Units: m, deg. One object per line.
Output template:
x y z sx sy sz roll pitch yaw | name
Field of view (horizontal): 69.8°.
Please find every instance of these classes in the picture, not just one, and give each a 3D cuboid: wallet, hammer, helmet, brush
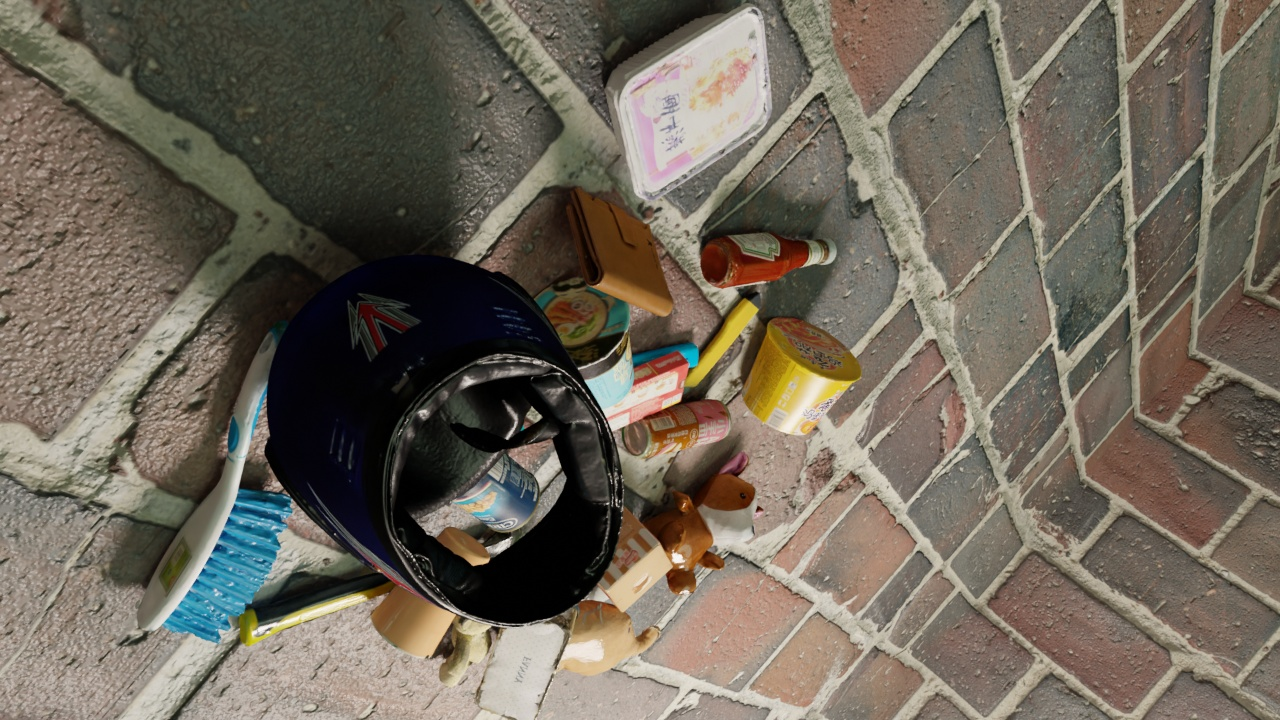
-0.019 -0.105 0.906 0.031 0.107 0.131 -25 157 25 | wallet
-0.270 0.236 1.004 0.322 0.032 0.126 -11 129 -39 | hammer
-0.167 0.059 0.773 0.246 0.240 0.316 -40 133 -18 | helmet
-0.350 0.114 0.805 0.109 0.060 0.314 28 97 -49 | brush

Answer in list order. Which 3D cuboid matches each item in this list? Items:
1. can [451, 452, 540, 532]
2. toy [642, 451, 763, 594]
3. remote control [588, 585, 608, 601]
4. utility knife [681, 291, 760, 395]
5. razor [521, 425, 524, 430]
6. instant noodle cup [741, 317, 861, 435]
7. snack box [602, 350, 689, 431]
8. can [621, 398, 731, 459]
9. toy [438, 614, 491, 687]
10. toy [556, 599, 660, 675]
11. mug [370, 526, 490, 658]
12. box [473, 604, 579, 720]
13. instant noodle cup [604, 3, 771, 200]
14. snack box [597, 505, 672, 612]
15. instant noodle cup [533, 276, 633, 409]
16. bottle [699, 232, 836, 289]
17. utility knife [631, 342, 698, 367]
-0.166 0.129 0.978 0.075 0.075 0.111 -45 142 -5 | can
0.099 0.230 1.303 0.199 0.131 0.140 -34 128 -33 | toy
-0.016 0.306 1.325 0.134 0.019 0.056 -17 133 -35 | remote control
0.096 -0.020 1.162 0.170 0.015 0.033 -51 137 4 | utility knife
-0.134 0.031 0.964 0.043 0.028 0.133 -57 154 -47 | razor
0.207 0.025 1.223 0.137 0.138 0.110 -5 132 -43 | instant noodle cup
-0.016 0.044 1.076 0.152 0.025 0.075 -22 145 -24 | snack box
0.047 0.086 1.167 0.147 0.058 0.058 -8 127 -41 | can
-0.214 0.341 1.122 0.104 0.066 0.158 -39 158 -50 | toy
-0.071 0.374 1.231 0.225 0.082 0.144 1 137 -17 | toy
-0.218 0.243 0.975 0.123 0.078 0.078 -53 143 0 | mug
-0.143 0.371 1.136 0.060 0.090 0.185 -72 -175 -66 | box
0.040 -0.250 0.871 0.173 0.060 0.138 -35 141 -16 | instant noodle cup
-0.027 0.258 1.211 0.092 0.094 0.077 -40 142 -13 | snack box
-0.054 -0.010 0.956 0.111 0.111 0.120 -40 150 -12 | instant noodle cup
0.160 -0.124 1.102 0.205 0.060 0.060 -11 129 -40 | bottle
-0.006 0.006 1.080 0.197 0.018 0.034 -11 129 -38 | utility knife
